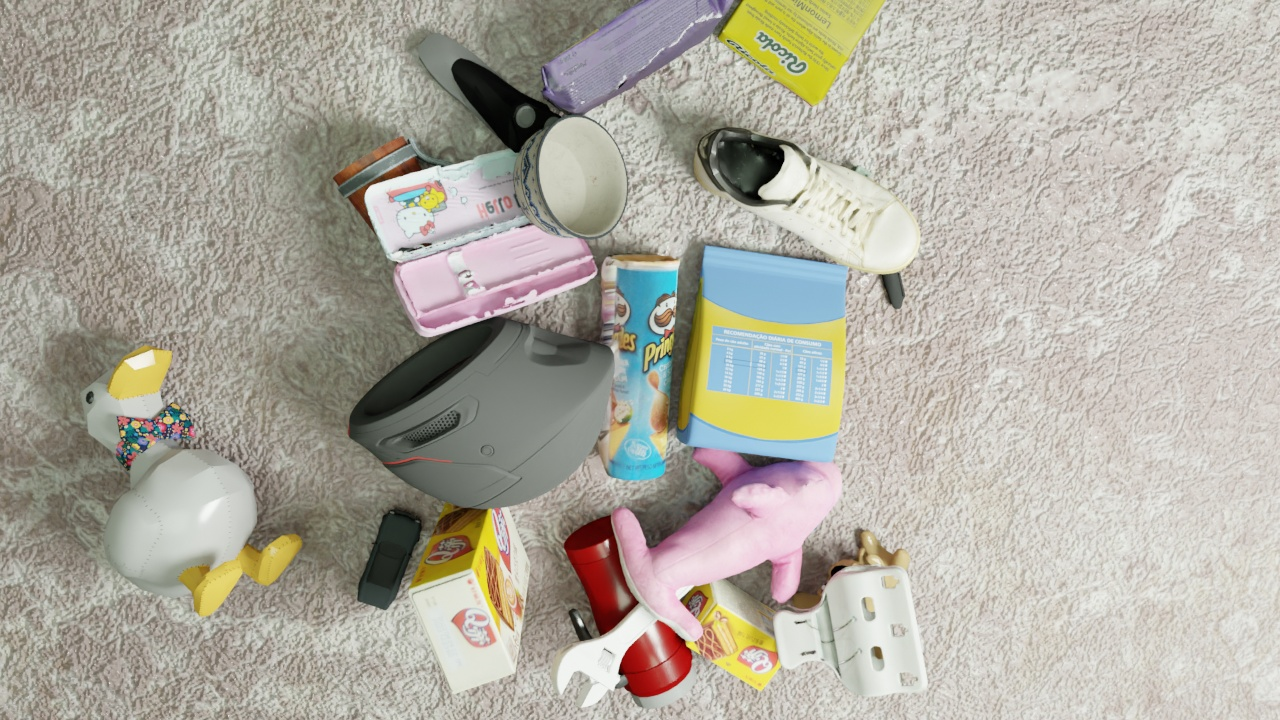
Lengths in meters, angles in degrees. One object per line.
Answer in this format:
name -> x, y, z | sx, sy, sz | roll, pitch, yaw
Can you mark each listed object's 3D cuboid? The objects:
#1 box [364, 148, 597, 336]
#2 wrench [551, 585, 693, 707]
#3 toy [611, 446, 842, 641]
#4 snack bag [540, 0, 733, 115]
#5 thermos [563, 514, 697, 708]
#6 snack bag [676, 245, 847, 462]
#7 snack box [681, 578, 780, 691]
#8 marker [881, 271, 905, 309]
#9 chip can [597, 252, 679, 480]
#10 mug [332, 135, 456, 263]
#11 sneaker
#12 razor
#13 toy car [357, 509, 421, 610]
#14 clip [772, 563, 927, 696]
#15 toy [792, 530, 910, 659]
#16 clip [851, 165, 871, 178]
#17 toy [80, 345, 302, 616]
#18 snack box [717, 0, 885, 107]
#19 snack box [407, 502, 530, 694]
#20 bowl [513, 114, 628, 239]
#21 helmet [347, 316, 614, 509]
box -> -0.151, -0.118, 0.887 | 0.200, 0.045, 0.154 | -22, 85, -31
wrench -> 0.016, 0.254, 0.958 | 0.272, 0.018, 0.066 | -38, 104, -28
toy -> 0.105, 0.164, 0.941 | 0.265, 0.128, 0.186 | -27, 76, -16
snack bag -> -0.001, -0.299, 0.870 | 0.205, 0.096, 0.058 | -30, 102, 4
thermos -> -0.019, 0.278, 0.994 | 0.107, 0.084, 0.198 | -30, 102, -33
snack bag -> 0.127, -0.007, 0.946 | 0.159, 0.102, 0.205 | 8, 89, -5
snack box -> 0.102, 0.295, 1.011 | 0.105, 0.083, 0.061 | 34, 99, -10
marker -> 0.258, -0.121, 0.966 | 0.022, 0.016, 0.139 | -23, 104, -30
chip can -> -0.006, 0.005, 0.948 | 0.080, 0.079, 0.230 | 2, 102, -4
mug -> -0.221, -0.160, 0.903 | 0.117, 0.081, 0.111 | -35, 106, -14
sneaker -> 0.161, -0.164, 0.883 | 0.241, 0.102, 0.089 | 26, 90, 7
razor -> -0.151, -0.261, 0.894 | 0.156, 0.060, 0.057 | 39, 84, 9
toy car -> -0.274, 0.217, 0.998 | 0.046, 0.034, 0.112 | 21, 100, -8
clip -> 0.211, 0.277, 0.941 | 0.152, 0.091, 0.125 | -13, 79, 29
toy -> 0.246, 0.251, 1.010 | 0.108, 0.134, 0.106 | -40, 127, -21
clip -> 0.211, -0.165, 0.948 | 0.023, 0.035, 0.074 | 29, 93, -7
toy -> -0.476, 0.136, 0.923 | 0.267, 0.140, 0.247 | 41, 116, 13
snack box -> 0.174, -0.359, 0.894 | 0.121, 0.045, 0.181 | 32, 96, -8
snack box -> -0.161, 0.212, 0.903 | 0.062, 0.230, 0.110 | -19, 102, 1
bowl -> -0.073, -0.170, 0.875 | 0.115, 0.059, 0.115 | 2, 88, -46
helmet -> -0.138, 0.059, 0.905 | 0.265, 0.164, 0.170 | -29, 114, 14
